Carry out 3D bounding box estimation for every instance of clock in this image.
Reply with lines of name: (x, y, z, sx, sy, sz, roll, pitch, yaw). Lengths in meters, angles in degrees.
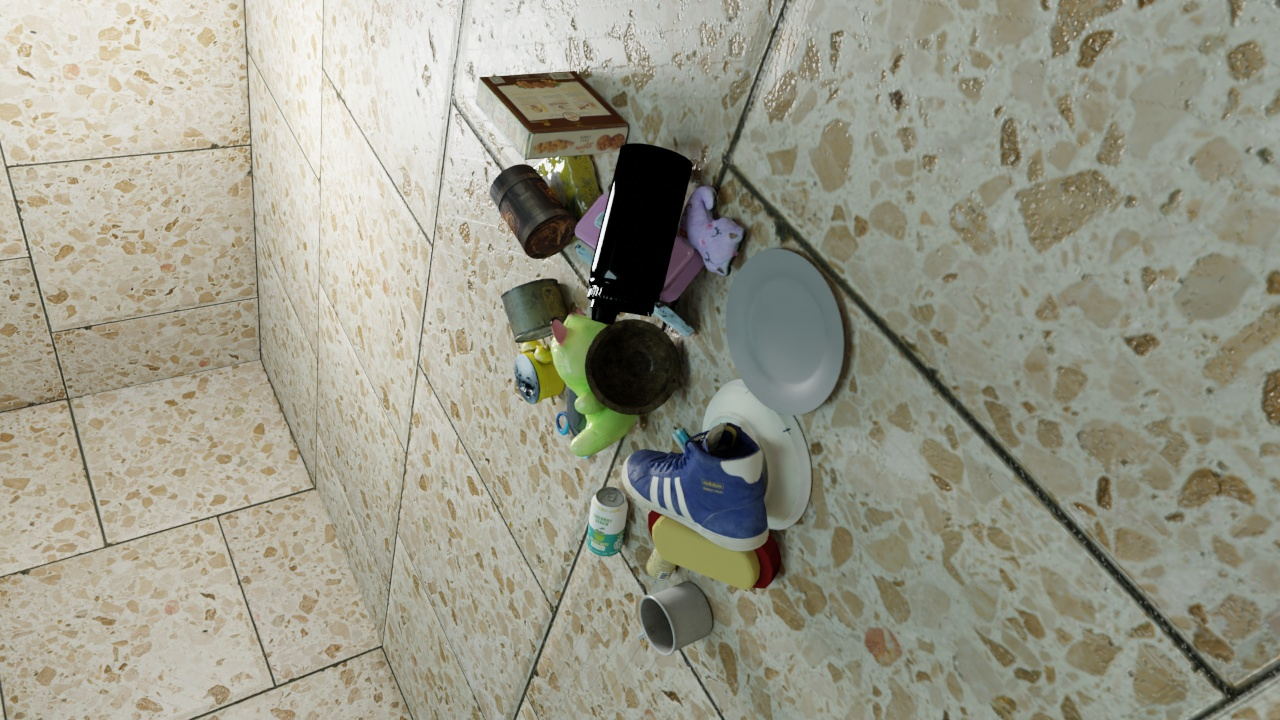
clock: (-0.163, 0.012, 1.459, 0.083, 0.057, 0.119, 21, 120, 54)

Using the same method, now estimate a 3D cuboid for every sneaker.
sneaker: (0.054, 0.114, 1.056, 0.233, 0.091, 0.118, 30, 131, 49)

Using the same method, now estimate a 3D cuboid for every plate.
plate: (0.153, -0.030, 0.977, 0.178, 0.012, 0.178, 23, 118, 51)
plate: (0.124, 0.113, 1.069, 0.182, 0.034, 0.182, 29, 126, 50)

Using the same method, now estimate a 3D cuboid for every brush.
brush: (0.083, 0.225, 1.109, 0.174, 0.041, 0.082, 14, 130, 32)

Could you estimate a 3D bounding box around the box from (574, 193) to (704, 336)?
box: (0.008, -0.122, 1.163, 0.090, 0.091, 0.214, -51, 46, 1)

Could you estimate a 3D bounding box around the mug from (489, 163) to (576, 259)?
mug: (-0.146, -0.195, 1.259, 0.107, 0.080, 0.116, 54, 169, 26)

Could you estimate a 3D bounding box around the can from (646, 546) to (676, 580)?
can: (0.037, 0.267, 1.267, 0.038, 0.038, 0.080, 54, 143, 30)

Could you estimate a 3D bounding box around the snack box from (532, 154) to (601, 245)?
snack box: (-0.117, -0.226, 1.299, 0.181, 0.045, 0.121, -15, 90, 59)

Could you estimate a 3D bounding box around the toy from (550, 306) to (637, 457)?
toy: (-0.061, 0.024, 1.259, 0.107, 0.150, 0.197, -6, 97, 16)

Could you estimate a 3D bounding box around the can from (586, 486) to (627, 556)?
can: (-0.050, 0.243, 1.378, 0.055, 0.054, 0.102, 42, 136, 42)

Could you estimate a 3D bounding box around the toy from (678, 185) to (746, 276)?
toy: (0.079, -0.148, 1.030, 0.099, 0.036, 0.080, 47, 129, 39)

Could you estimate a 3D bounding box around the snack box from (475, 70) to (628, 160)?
snack box: (-0.113, -0.312, 1.162, 0.147, 0.142, 0.041, 51, 140, 34)

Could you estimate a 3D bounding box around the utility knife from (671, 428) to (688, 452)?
utility knife: (0.085, 0.152, 1.163, 0.167, 0.015, 0.022, 57, 145, 30)

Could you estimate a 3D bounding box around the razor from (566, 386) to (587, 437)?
razor: (-0.078, 0.057, 1.363, 0.067, 0.053, 0.151, -8, 88, 31)

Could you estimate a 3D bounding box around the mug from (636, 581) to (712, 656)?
mug: (0.042, 0.358, 1.265, 0.084, 0.070, 0.113, 65, 147, 17)

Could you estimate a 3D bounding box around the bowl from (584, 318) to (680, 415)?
bowl: (-0.007, 0.007, 1.181, 0.056, 0.121, 0.121, -25, -79, -82)

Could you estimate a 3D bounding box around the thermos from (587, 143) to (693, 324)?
thermos: (-0.005, -0.136, 1.044, 0.086, 0.086, 0.198, 8, 83, 57)

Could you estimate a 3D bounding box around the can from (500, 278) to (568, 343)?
can: (-0.158, -0.075, 1.383, 0.090, 0.089, 0.074, -28, 79, 58)

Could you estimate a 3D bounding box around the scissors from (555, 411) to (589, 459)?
scissors: (-0.108, 0.082, 1.445, 0.118, 0.013, 0.140, 22, 123, 51)
